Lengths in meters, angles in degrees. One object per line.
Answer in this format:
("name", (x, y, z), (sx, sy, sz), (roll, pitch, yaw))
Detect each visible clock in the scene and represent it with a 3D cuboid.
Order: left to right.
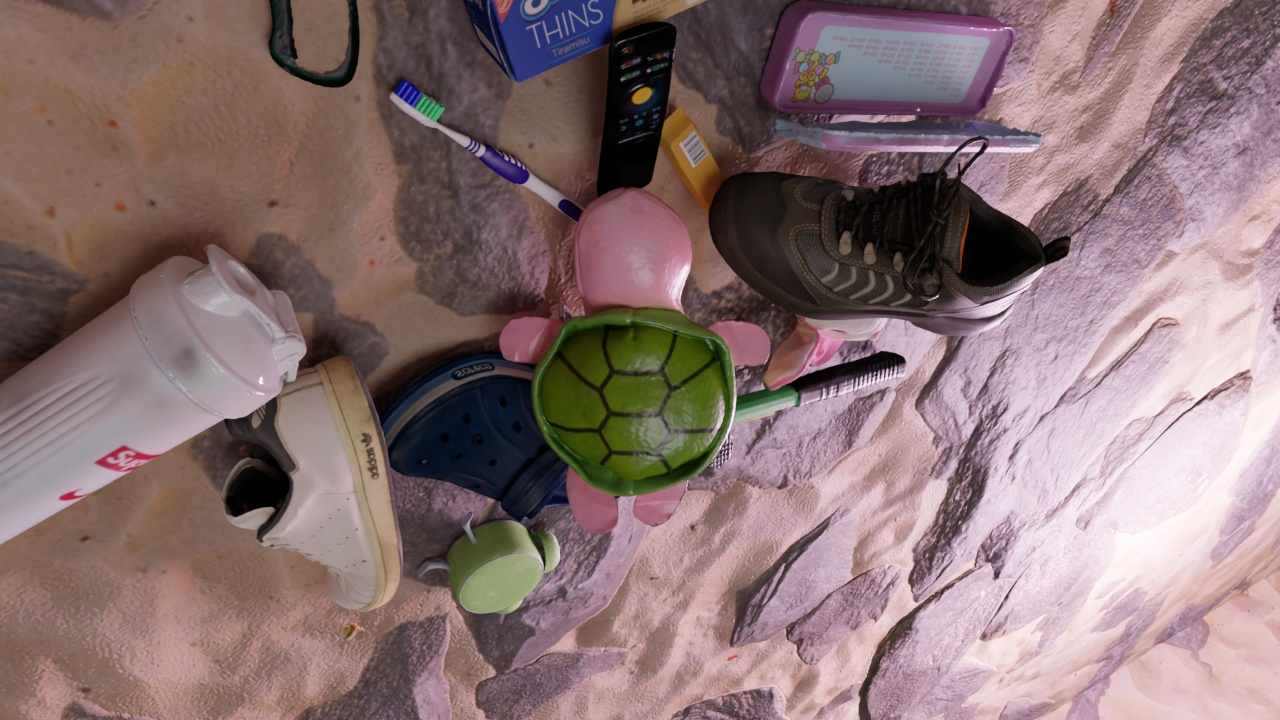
("clock", (-0.126, 0.186, 0.820), (0.119, 0.042, 0.094), (24, 113, -46))

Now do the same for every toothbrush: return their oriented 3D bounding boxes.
("toothbrush", (-0.081, -0.121, 0.580), (0.016, 0.015, 0.186), (-51, 138, 11))

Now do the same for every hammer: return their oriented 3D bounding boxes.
("hammer", (0.127, 0.030, 0.806), (0.317, 0.130, 0.032), (-12, 107, -38))

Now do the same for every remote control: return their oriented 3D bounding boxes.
("remote control", (-0.006, -0.148, 0.560), (0.041, 0.020, 0.152), (-22, 162, -14))

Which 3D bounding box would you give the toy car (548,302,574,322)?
("toy car", (-0.045, 0.004, 0.709), (0.039, 0.039, 0.113), (-19, 141, 12))

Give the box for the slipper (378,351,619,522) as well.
("slipper", (-0.079, 0.071, 0.707), (0.252, 0.095, 0.105), (20, 118, -47))

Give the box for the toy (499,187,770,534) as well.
("toy", (-0.004, 0.004, 0.624), (0.190, 0.087, 0.238), (3, 101, -1))

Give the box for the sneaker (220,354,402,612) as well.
("sneaker", (-0.228, 0.105, 0.631), (0.102, 0.089, 0.242), (-17, 137, -28))

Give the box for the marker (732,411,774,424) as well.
("marker", (0.073, 0.052, 0.828), (0.123, 0.021, 0.017), (-11, 118, -36))

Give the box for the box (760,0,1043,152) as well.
("box", (0.195, -0.187, 0.644), (0.213, 0.092, 0.089), (-7, 132, -29))

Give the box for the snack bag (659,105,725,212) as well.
("snack bag", (0.039, -0.137, 0.641), (0.026, 0.020, 0.099), (-45, 139, -1))

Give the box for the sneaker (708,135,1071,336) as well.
("sneaker", (0.171, -0.081, 0.611), (0.238, 0.101, 0.143), (12, 164, -10))

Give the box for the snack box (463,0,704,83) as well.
("snack box", (0.004, -0.227, 0.505), (0.206, 0.056, 0.057), (-27, 141, -10))

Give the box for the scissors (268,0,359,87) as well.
("scissors", (-0.208, -0.204, 0.415), (0.201, 0.015, 0.202), (-22, 137, -18))

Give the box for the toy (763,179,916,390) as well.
("toy", (0.174, -0.063, 0.752), (0.195, 0.084, 0.158), (-58, 163, 21))

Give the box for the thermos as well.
("thermos", (-0.300, 0.023, 0.519), (0.220, 0.099, 0.099), (-31, 139, 2))
